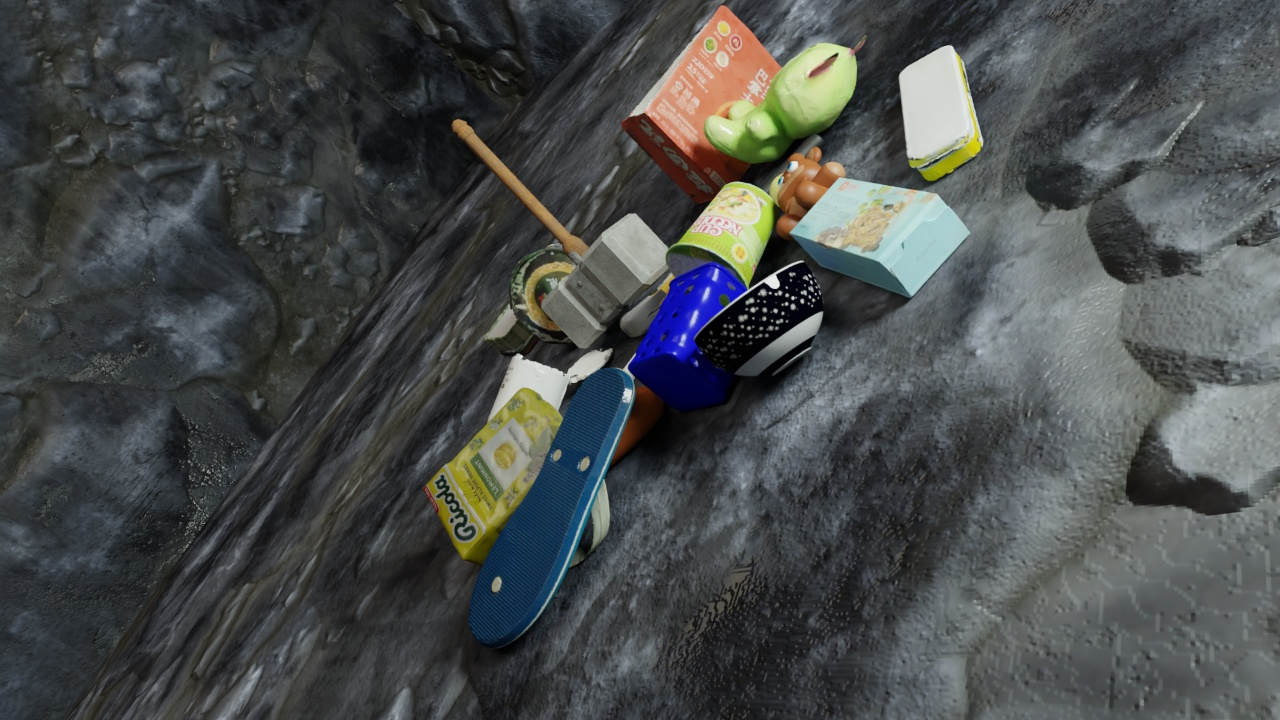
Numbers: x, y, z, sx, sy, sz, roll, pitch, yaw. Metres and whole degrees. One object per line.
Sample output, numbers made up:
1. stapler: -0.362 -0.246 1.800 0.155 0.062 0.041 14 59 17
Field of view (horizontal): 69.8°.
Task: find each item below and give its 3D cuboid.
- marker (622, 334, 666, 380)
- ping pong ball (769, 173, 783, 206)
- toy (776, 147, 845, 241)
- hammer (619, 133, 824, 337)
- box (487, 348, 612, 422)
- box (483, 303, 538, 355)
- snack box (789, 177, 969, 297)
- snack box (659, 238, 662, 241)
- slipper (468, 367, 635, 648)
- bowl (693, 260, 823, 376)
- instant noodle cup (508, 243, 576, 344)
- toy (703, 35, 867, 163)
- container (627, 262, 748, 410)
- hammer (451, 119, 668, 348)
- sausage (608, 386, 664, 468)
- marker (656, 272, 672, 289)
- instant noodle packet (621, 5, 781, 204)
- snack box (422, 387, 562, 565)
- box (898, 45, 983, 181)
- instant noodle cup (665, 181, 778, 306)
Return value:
1. marker: -0.006 0.006 1.058 0.133 0.017 0.020 -53 -2 -11
2. ping pong ball: 0.166 -0.191 1.035 0.040 0.040 0.040 -39 24 21
3. toy: 0.169 -0.179 0.959 0.095 0.065 0.127 -54 27 35
4. hammer: 0.097 -0.147 1.083 0.323 0.029 0.127 -45 7 -1
5. box: -0.112 0.036 1.144 0.084 0.126 0.155 8 79 68
6. box: -0.163 -0.100 1.478 0.205 0.051 0.118 -56 21 -19
7. snack box: 0.207 -0.114 0.821 0.075 0.053 0.174 -47 23 1
8. snack box: -0.026 -0.163 1.348 0.051 0.032 0.141 -54 23 -13
9. slipper: -0.070 0.147 0.888 0.118 0.060 0.294 15 78 57
10. bowl: 0.115 -0.026 0.811 0.120 0.066 0.120 -34 -9 -6
11. instant noodle cup: -0.110 -0.103 1.293 0.137 0.137 0.112 -43 13 14
12. toy: 0.187 -0.314 1.132 0.197 0.107 0.149 -17 16 37
13. container: 0.055 -0.020 0.905 0.085 0.084 0.113 -18 38 54
14. hammer: -0.123 -0.183 1.148 0.163 0.317 0.082 -42 2 42
15. sausage: -0.038 0.087 0.952 0.164 0.044 0.039 -41 -14 18
16. marker: 0.075 -0.138 1.145 0.145 0.017 0.017 -47 22 4
17. instant noodle packet: 0.106 -0.346 1.232 0.220 0.164 0.084 -54 21 -12
18. snack box: -0.156 0.127 1.040 0.181 0.045 0.121 -46 51 6
19. box: 0.293 -0.250 0.907 0.065 0.037 0.209 -31 28 32
20. instant noodle cup: 0.095 -0.131 0.989 0.099 0.099 0.107 -8 46 58
